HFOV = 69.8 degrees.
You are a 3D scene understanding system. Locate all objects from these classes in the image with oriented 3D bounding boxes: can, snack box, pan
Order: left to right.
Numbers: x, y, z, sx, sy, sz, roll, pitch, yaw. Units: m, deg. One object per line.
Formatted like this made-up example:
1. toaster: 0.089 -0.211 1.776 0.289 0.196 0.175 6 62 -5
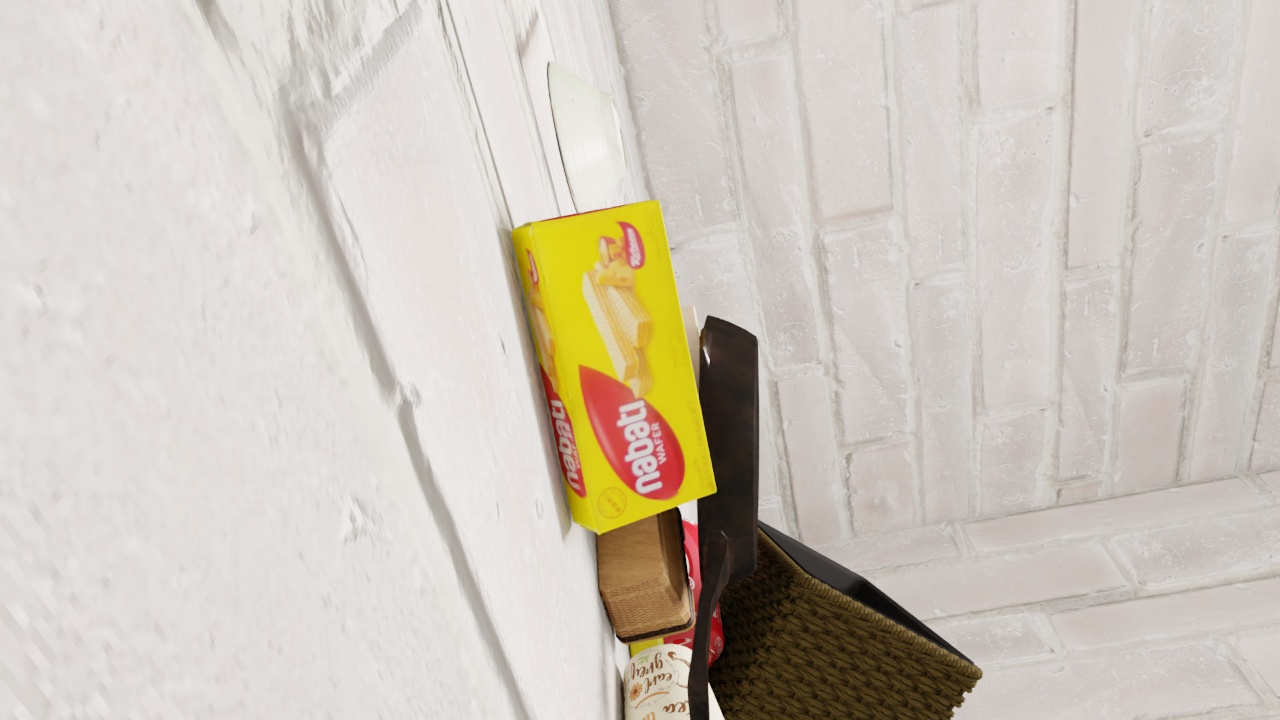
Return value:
1. snack box: -0.016 0.003 0.596 0.042 0.092 0.201 3 -74 63
2. can: 0.036 0.222 0.871 0.142 0.074 0.074 -94 172 -54
3. pan: 0.069 0.119 0.715 0.355 0.043 0.249 -81 168 -48

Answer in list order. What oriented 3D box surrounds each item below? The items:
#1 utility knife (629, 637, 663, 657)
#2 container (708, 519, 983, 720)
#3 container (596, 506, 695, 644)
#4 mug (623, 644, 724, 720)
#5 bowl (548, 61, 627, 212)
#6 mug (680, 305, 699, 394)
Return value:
1. utility knife: -0.005 0.171 0.777 0.020 0.029 0.171 78 3 -75
2. container: 0.147 0.300 0.894 0.205 0.176 0.321 -61 -177 -2
3. container: -0.001 0.150 0.707 0.113 0.063 0.061 -96 166 -45
4. mug: 0.020 0.278 0.670 0.097 0.081 0.122 -106 -157 -53
5. bowl: -0.050 -0.238 0.989 0.176 0.058 0.176 -9 88 -85
6. mug: 0.003 -0.015 0.842 0.085 0.104 0.111 55 24 -79
